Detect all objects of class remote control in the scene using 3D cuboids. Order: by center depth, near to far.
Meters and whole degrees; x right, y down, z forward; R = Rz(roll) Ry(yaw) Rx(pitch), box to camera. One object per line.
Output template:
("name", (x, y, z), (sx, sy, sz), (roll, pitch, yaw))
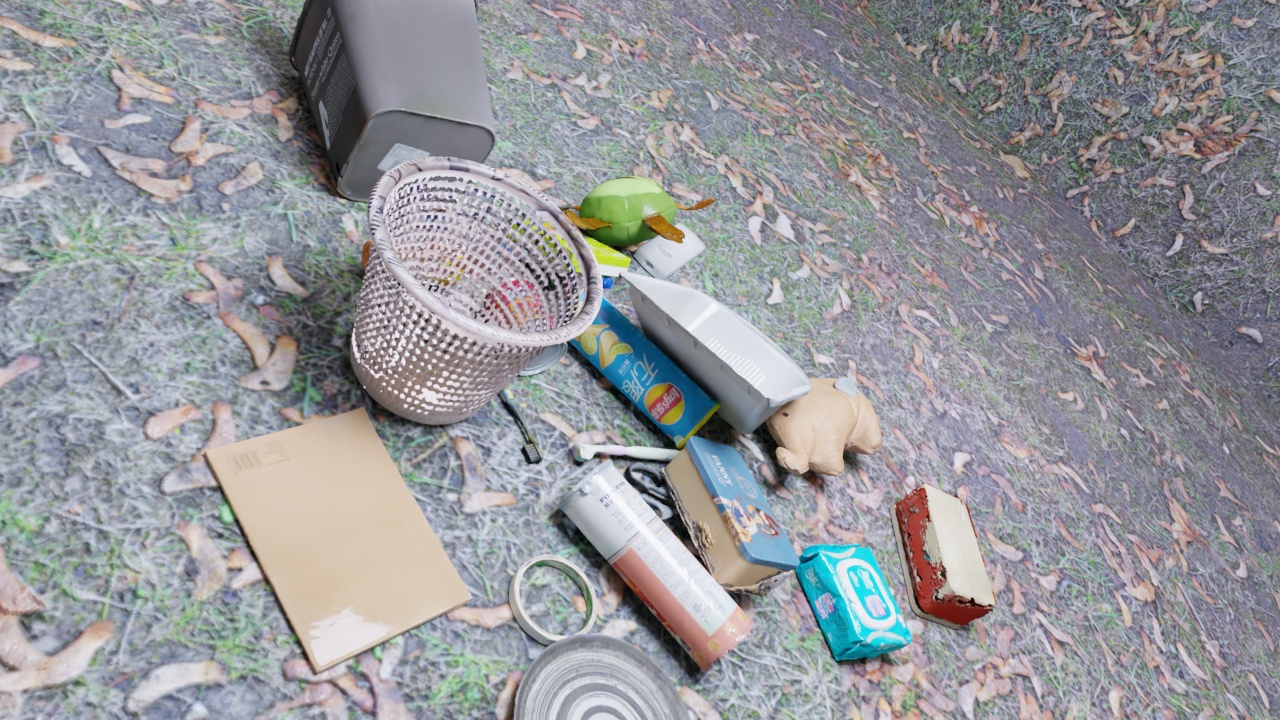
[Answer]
("remote control", (0.043, -0.157, 1.314), (0.056, 0.019, 0.134), (44, 38, 5))

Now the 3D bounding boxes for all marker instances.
("marker", (-0.101, -0.114, 1.107), (0.146, 0.017, 0.016), (19, 36, 15))

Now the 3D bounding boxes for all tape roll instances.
("tape roll", (-0.080, 0.221, 0.848), (0.085, 0.014, 0.085), (22, 41, -21))

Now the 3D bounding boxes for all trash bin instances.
("trash bin", (-0.179, -0.050, 0.883), (0.227, 0.193, 0.227), (22, 42, -21))
("trash bin", (-0.283, -0.312, 1.070), (0.198, 0.200, 0.219), (2, 58, -36))

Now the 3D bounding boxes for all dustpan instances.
("dustpan", (0.110, -0.028, 1.086), (0.222, 0.258, 0.142), (41, 76, 18))

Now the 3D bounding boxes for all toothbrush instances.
("toothbrush", (-0.149, 0.031, 0.979), (0.017, 0.012, 0.185), (-14, 62, -34))
("toothbrush", (0.006, 0.106, 1.029), (0.189, 0.020, 0.029), (7, 16, -37))

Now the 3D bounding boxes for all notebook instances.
("notebook", (-0.255, 0.142, 0.783), (0.149, 0.012, 0.211), (-16, 64, -46))

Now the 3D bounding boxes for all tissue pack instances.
("tissue pack", (0.239, 0.268, 1.036), (0.093, 0.050, 0.133), (3, 51, -36))

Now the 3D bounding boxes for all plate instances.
("plate", (-0.030, 0.322, 0.783), (0.179, 0.024, 0.179), (22, 40, -20))

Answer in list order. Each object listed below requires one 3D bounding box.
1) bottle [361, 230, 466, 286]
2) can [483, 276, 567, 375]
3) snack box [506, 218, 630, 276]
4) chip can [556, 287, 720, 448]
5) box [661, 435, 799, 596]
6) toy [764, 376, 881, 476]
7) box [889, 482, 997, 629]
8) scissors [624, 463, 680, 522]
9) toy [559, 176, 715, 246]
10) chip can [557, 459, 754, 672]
("bottle", (-0.245, -0.111, 0.995), (0.108, 0.063, 0.063), (-3, 55, -42))
("can", (-0.130, -0.039, 1.018), (0.066, 0.067, 0.093), (-6, 57, -43))
("snack box", (-0.091, -0.139, 1.121), (0.085, 0.026, 0.156), (2, 20, -39))
("chip can", (-0.006, 0.006, 1.073), (0.210, 0.071, 0.071), (43, 38, 5))
("box", (0.091, 0.161, 0.983), (0.089, 0.061, 0.184), (18, 34, -42))
("toy", (0.215, 0.086, 1.171), (0.225, 0.083, 0.143), (-19, 52, -45))
("box", (0.384, 0.240, 1.159), (0.091, 0.080, 0.168), (24, 40, -21))
("scissors", (0.052, 0.175, 1.006), (0.172, 0.014, 0.146), (51, 38, 9))
("toy", (-0.015, -0.199, 1.211), (0.227, 0.090, 0.246), (1, 17, 2))
("chip can", (0.015, 0.200, 0.900), (0.214, 0.071, 0.071), (47, 39, 8))
